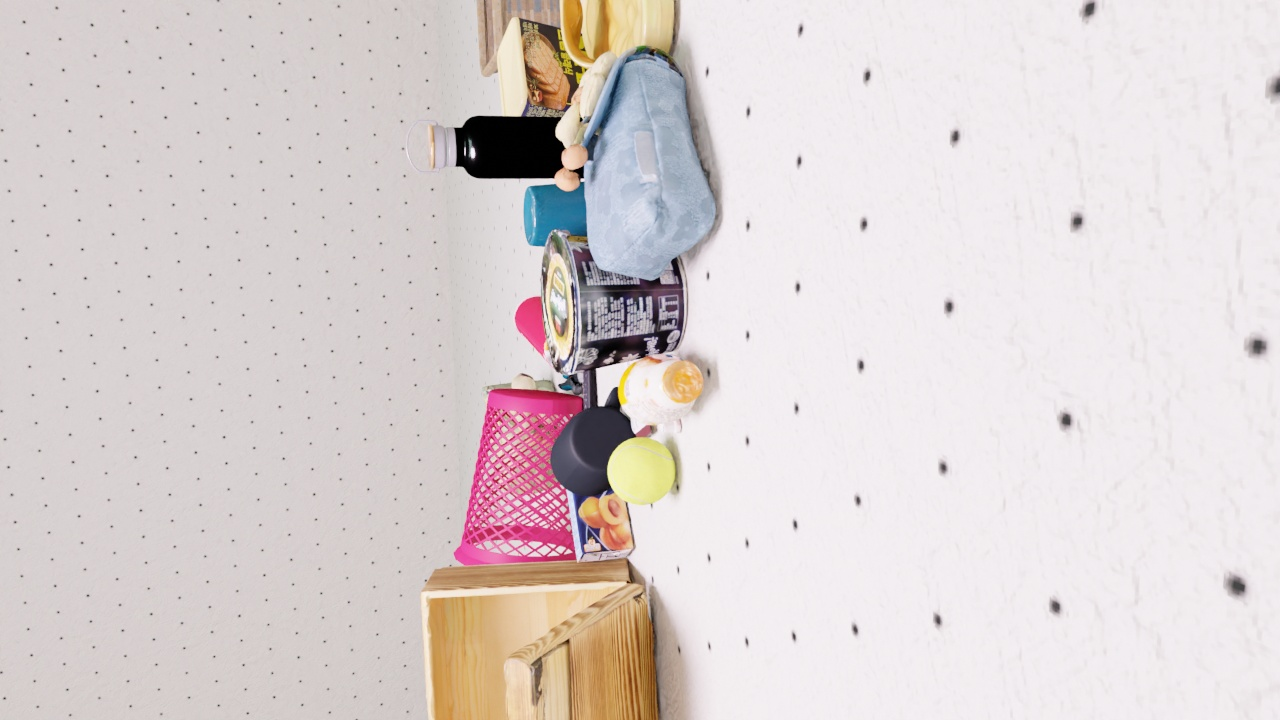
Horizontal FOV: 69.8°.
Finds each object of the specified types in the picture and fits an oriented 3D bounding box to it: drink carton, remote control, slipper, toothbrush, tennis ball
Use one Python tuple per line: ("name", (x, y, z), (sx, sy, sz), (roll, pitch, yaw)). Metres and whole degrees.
("drink carton", (-0.052, 0.165, 1.072), (0.040, 0.064, 0.130), (118, 145, -60))
("remote control", (-0.063, 0.079, 1.176), (0.032, 0.015, 0.136), (176, 93, -73))
("slipper", (-0.038, -0.336, 0.908), (0.263, 0.078, 0.099), (-132, 39, -64))
("toothbrush", (0.012, -0.006, 0.911), (0.016, 0.018, 0.181), (110, 152, -53))
("tennis ball", (0.001, 0.106, 0.884), (0.065, 0.065, 0.065), (176, 91, -73))

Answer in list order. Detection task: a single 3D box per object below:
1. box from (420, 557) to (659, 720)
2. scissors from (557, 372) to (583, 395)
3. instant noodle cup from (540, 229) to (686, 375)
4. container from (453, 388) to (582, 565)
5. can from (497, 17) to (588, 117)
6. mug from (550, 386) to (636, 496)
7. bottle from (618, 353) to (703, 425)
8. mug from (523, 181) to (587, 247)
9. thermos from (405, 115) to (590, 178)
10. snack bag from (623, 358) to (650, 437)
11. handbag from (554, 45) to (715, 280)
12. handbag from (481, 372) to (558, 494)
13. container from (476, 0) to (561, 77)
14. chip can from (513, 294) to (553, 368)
("box", (-0.086, 0.379, 0.938), (0.315, 0.282, 0.279), (-152, 60, -85))
("scissors", (-0.096, 0.017, 1.269), (0.128, 0.019, 0.140), (104, 154, -43))
("instant noodle cup", (-0.024, -0.055, 0.857), (0.137, 0.112, 0.137), (175, 91, -72))
("container", (-0.151, 0.157, 1.245), (0.183, 0.183, 0.226), (-165, 79, -72))
("can", (-0.098, -0.310, 1.033), (0.075, 0.104, 0.135), (-47, 46, 52))
("mug", (-0.044, 0.084, 1.027), (0.095, 0.085, 0.121), (128, 165, -65))
("bottle", (0.021, 0.024, 0.806), (0.109, 0.063, 0.063), (158, 108, -72))
("mug", (-0.052, -0.144, 0.912), (0.078, 0.121, 0.078), (176, 91, -74))
("thermos", (-0.114, -0.212, 0.914), (0.061, 0.231, 0.061), (176, 91, -73))
("snack bag", (-0.006, 0.006, 0.976), (0.057, 0.013, 0.157), (129, 135, -69))
("handbag", (-0.015, -0.170, 0.782), (0.122, 0.118, 0.191), (-37, 53, 49))
("handbag", (-0.170, 0.112, 1.405), (0.117, 0.113, 0.186), (-14, 83, 59))
("container", (-0.207, -0.520, 1.235), (0.157, 0.186, 0.250), (-159, 67, -72))
("chip can", (-0.120, -0.039, 1.251), (0.220, 0.069, 0.069), (-144, 53, -68))
